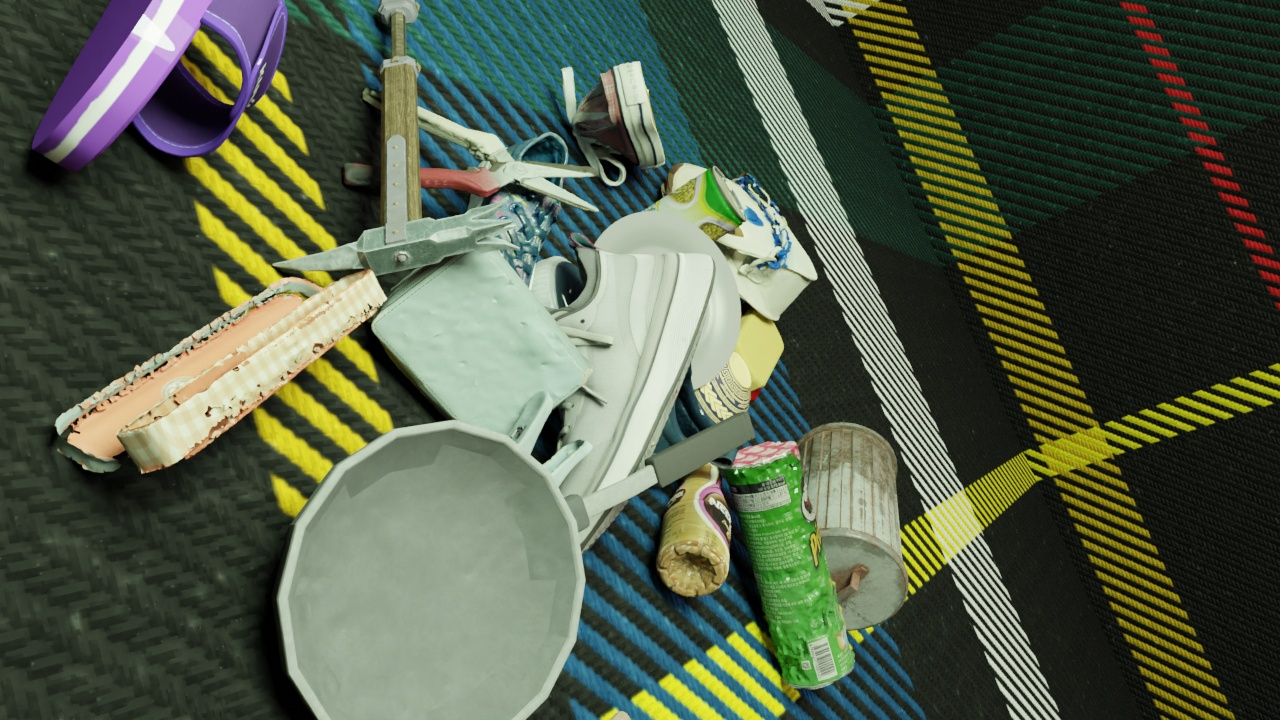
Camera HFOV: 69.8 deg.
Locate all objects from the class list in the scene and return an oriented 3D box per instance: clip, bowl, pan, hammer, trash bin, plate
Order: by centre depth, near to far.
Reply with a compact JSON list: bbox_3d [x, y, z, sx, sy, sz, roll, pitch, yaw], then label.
[{"bbox_3d":[-0.051,0.098,0.557,0.356,0.041,0.178,-22,97,-40],"label":"pan"},{"bbox_3d":[-0.107,0.075,0.560,0.141,0.029,0.171,45,55,-28],"label":"clip"},{"bbox_3d":[-0.174,-0.175,0.648,0.028,0.147,0.316,80,-3,-49],"label":"hammer"},{"bbox_3d":[0.021,-0.056,0.884,0.178,0.012,0.178,6,78,-30],"label":"plate"},{"bbox_3d":[0.077,0.021,0.940,0.112,0.061,0.112,40,36,-38],"label":"bowl"},{"bbox_3d":[0.213,0.175,0.974,0.131,0.131,0.210,53,28,-19],"label":"trash bin"}]

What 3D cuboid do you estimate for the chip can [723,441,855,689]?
[{"bbox_3d":[0.139,0.189,0.851,0.075,0.076,0.223,-29,104,-62],"label":"chip can"}]

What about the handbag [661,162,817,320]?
[{"bbox_3d":[0.113,-0.159,1.094,0.199,0.093,0.200,27,28,-35],"label":"handbag"}]

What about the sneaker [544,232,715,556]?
[{"bbox_3d":[-0.038,0.019,0.689,0.097,0.129,0.262,93,17,-69],"label":"sneaker"}]

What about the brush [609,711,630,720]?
[{"bbox_3d":[-0.037,0.260,0.595,0.135,0.015,0.050,-6,72,-61],"label":"brush"}]

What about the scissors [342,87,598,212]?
[{"bbox_3d":[-0.134,-0.152,0.687,0.192,0.015,0.179,-30,70,-37],"label":"scissors"}]

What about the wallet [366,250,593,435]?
[{"bbox_3d":[-0.107,-0.012,0.616,0.131,0.100,0.054,53,3,-20],"label":"wallet"}]

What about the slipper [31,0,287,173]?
[{"bbox_3d":[-0.246,-0.194,0.529,0.084,0.107,0.266,38,33,-40],"label":"slipper"}]

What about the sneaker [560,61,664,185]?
[{"bbox_3d":[-0.028,-0.247,0.960,0.241,0.088,0.118,-12,88,-86],"label":"sneaker"}]

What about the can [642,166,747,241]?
[{"bbox_3d":[0.042,-0.141,0.949,0.067,0.121,0.067,51,20,-27],"label":"can"}]

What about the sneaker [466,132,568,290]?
[{"bbox_3d":[-0.098,-0.099,0.722,0.087,0.079,0.234,45,33,-31],"label":"sneaker"}]

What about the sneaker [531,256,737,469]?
[{"bbox_3d":[-0.005,0.005,0.784,0.235,0.088,0.089,55,28,-14],"label":"sneaker"}]

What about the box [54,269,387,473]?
[{"bbox_3d":[-0.205,-0.001,0.473,0.186,0.083,0.043,-60,134,-60],"label":"box"}]

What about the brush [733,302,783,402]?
[{"bbox_3d":[0.126,-0.012,1.072,0.082,0.042,0.173,59,28,-10],"label":"brush"}]

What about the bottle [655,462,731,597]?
[{"bbox_3d":[0.051,0.134,0.807,0.059,0.060,0.165,54,20,-17],"label":"bottle"}]
